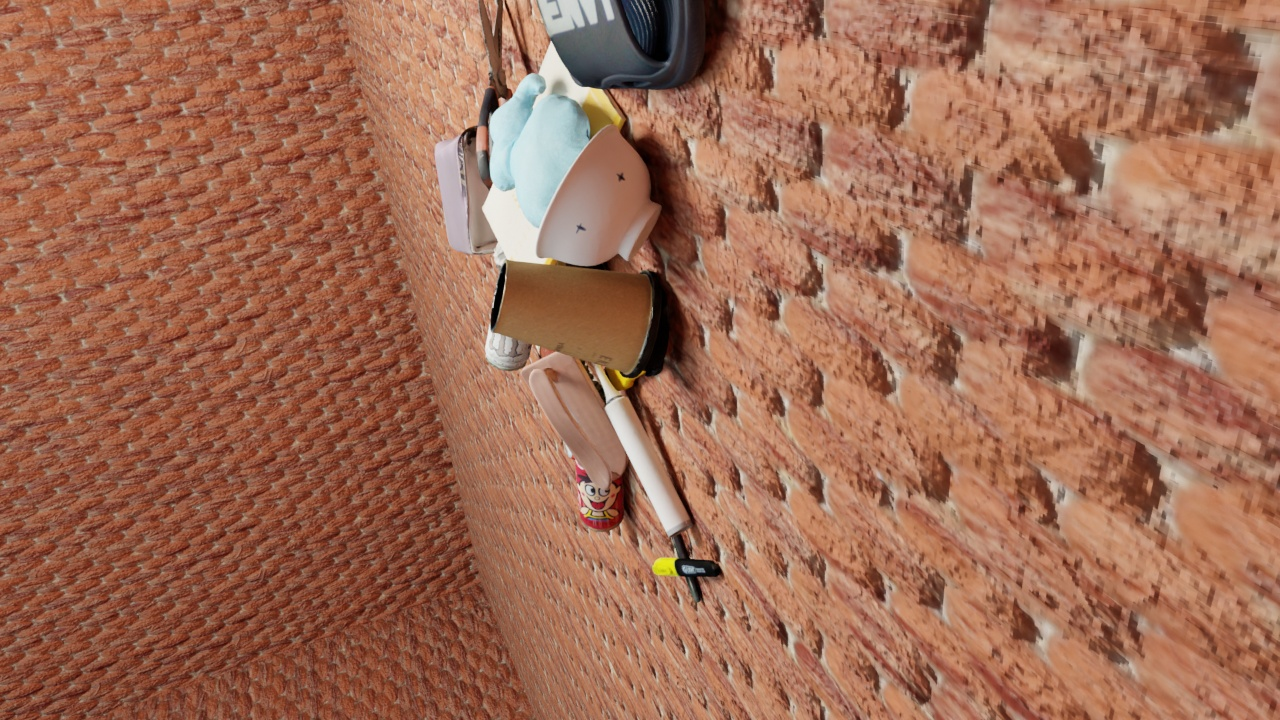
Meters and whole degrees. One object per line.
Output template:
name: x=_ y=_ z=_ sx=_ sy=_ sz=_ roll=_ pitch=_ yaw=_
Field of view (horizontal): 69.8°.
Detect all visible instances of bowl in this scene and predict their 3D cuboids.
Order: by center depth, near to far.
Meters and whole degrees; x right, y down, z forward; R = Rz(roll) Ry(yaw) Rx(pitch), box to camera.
bowl: x=-0.024 y=-0.114 z=0.710 sx=0.065 sy=0.118 sz=0.118 roll=33 pitch=155 yaw=4

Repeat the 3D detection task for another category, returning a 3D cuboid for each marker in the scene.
marker: x=0.042 y=0.198 z=0.874 sx=0.124 sy=0.015 sz=0.018 roll=-25 pitch=89 yaw=64

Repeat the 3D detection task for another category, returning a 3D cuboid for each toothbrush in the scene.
toothbrush: x=-0.011 y=0.066 z=0.887 sx=0.026 sy=0.027 sz=0.221 roll=4 pitch=-125 yaw=-62
toothbrush: x=0.025 y=0.154 z=0.912 sx=0.016 sy=0.018 sz=0.181 roll=-38 pitch=71 yaw=64

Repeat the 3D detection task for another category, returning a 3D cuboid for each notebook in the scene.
notebook: x=-0.085 y=-0.173 z=0.830 sx=0.207 sy=0.010 sz=0.145 roll=-58 pitch=46 yaw=36

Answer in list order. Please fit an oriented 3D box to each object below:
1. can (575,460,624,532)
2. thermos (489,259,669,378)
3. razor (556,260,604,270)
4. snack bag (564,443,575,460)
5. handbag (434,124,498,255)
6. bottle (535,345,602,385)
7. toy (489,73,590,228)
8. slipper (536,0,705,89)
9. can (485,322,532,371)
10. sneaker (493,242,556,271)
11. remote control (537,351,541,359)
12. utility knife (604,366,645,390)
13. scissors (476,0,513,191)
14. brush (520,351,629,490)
can: x=-0.046 y=0.134 z=1.047 sx=0.053 sy=0.053 sz=0.133 roll=-124 pitch=24 yaw=-44
thermos: x=-0.048 y=-0.039 z=0.759 sx=0.093 sy=0.143 sz=0.093 roll=-171 pitch=91 yaw=-73
razor: x=-0.065 y=-0.113 z=0.886 sx=0.068 sy=0.062 sz=0.168 roll=11 pitch=115 yaw=37
snack bag: x=-0.090 y=0.092 z=1.190 sx=0.045 sy=0.026 sz=0.105 roll=100 pitch=151 yaw=-73
handbag: x=-0.188 y=-0.204 z=1.104 sx=0.197 sy=0.098 sz=0.145 roll=-157 pitch=51 yaw=-69
bottle: x=-0.087 y=0.010 z=1.054 sx=0.206 sy=0.059 sz=0.060 roll=-128 pitch=27 yaw=-50
toy: x=-0.084 y=-0.178 z=0.776 sx=0.157 sy=0.049 sz=0.161 roll=-14 pitch=69 yaw=50
slipper: x=-0.032 y=-0.232 z=0.631 sx=0.268 sy=0.083 sz=0.111 roll=-152 pitch=46 yaw=-68
can: x=-0.156 y=-0.060 z=1.146 sx=0.058 sy=0.058 sz=0.147 roll=57 pitch=141 yaw=43
sneaker: x=-0.112 y=-0.112 z=0.970 sx=0.118 sy=0.087 sz=0.241 roll=-124 pitch=26 yaw=-44
remote control: x=-0.118 y=-0.017 z=1.179 sx=0.053 sy=0.024 sz=0.136 roll=136 pitch=119 yaw=-66
utility knife: x=-0.005 y=0.005 z=0.869 sx=0.033 sy=0.015 sz=0.178 roll=65 pitch=161 yaw=2
scissors: x=-0.146 y=-0.271 z=0.957 sx=0.225 sy=0.015 sz=0.188 roll=67 pitch=-153 yaw=-42
brush: x=-0.061 y=0.060 z=0.922 sx=0.145 sy=0.063 sz=0.072 roll=60 pitch=-157 yaw=-12
